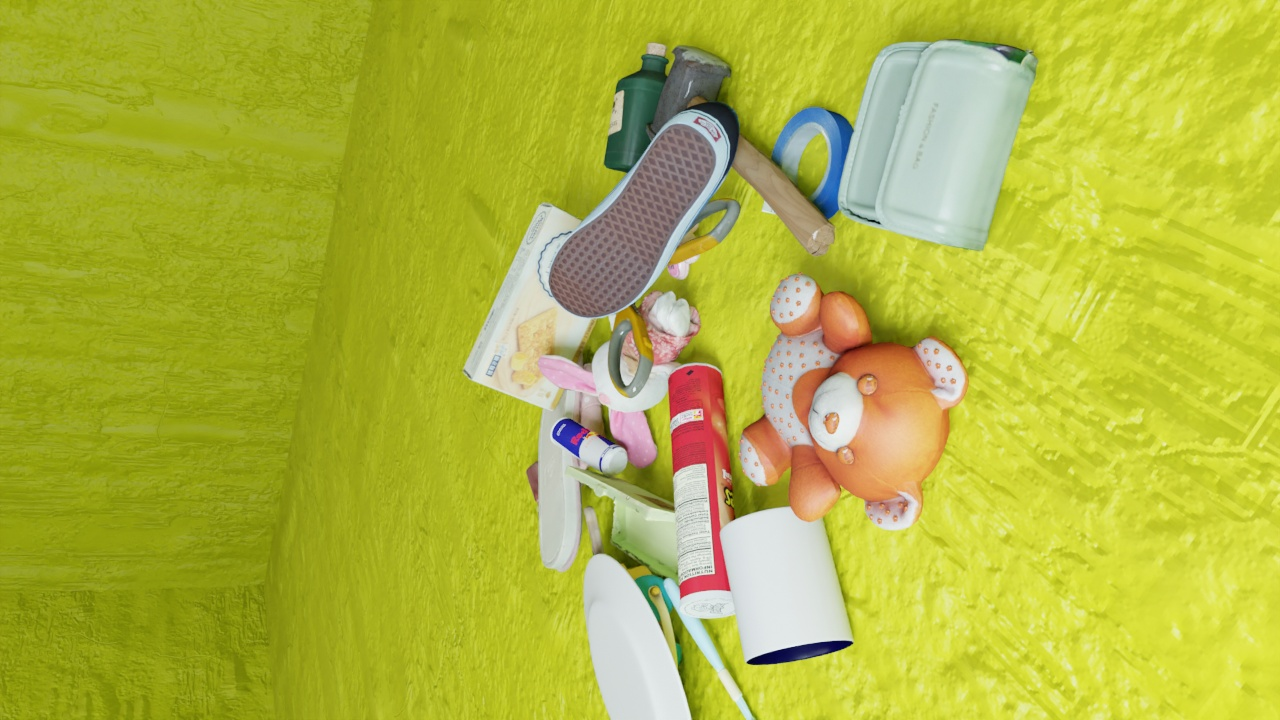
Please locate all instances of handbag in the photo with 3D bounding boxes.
[{"bbox_3d":[0.190,-0.141,0.593,0.106,0.067,0.122,34,114,57],"label":"handbag"},{"bbox_3d":[-0.114,0.184,1.131,0.055,0.029,0.119,-39,57,55],"label":"handbag"}]

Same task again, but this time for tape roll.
[{"bbox_3d":[0.138,-0.156,0.740,0.093,0.016,0.091,30,111,59],"label":"tape roll"}]

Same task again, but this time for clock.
[{"bbox_3d":[0.006,0.243,0.865,0.130,0.043,0.099,-158,58,-69],"label":"clock"}]

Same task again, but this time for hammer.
[{"bbox_3d":[0.084,-0.180,0.787,0.098,0.052,0.328,-69,29,28],"label":"hammer"}]

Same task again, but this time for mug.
[{"bbox_3d":[0.106,0.174,0.690,0.112,0.078,0.096,90,171,-63],"label":"mug"}]

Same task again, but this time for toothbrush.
[{"bbox_3d":[0.059,0.251,0.783,0.155,0.016,0.022,57,145,34],"label":"toothbrush"}]

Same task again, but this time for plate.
[{"bbox_3d":[-0.011,0.299,0.849,0.243,0.016,0.242,166,90,-68],"label":"plate"}]

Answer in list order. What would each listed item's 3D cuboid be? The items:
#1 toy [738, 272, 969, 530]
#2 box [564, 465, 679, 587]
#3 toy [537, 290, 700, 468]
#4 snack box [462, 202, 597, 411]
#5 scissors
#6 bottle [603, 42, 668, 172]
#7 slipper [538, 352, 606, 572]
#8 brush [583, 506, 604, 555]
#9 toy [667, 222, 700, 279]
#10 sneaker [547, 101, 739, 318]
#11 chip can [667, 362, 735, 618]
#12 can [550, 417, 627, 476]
[{"bbox_3d":[0.137,0.032,0.632,0.172,0.092,0.164,30,109,57],"label":"toy"},{"bbox_3d":[0.009,0.151,0.876,0.127,0.066,0.188,55,161,-20],"label":"box"},{"bbox_3d":[-0.005,0.005,0.900,0.159,0.084,0.195,46,130,6],"label":"toy"},{"bbox_3d":[-0.103,-0.058,1.014,0.208,0.104,0.057,-65,26,2],"label":"snack box"},{"bbox_3d":[0.007,-0.073,0.836,0.230,0.016,0.224,-38,40,28],"label":"scissors"},{"bbox_3d":[0.006,-0.260,0.951,0.061,0.061,0.131,22,104,58],"label":"bottle"},{"bbox_3d":[-0.075,0.105,1.036,0.114,0.054,0.273,130,146,-52],"label":"slipper"},{"bbox_3d":[-0.041,0.203,0.936,0.039,0.012,0.151,-116,13,-48],"label":"brush"},{"bbox_3d":[0.036,-0.136,0.893,0.064,0.047,0.110,135,130,-60],"label":"toy"},{"bbox_3d":[0.010,-0.128,0.799,0.242,0.083,0.098,-46,2,41],"label":"sneaker"},{"bbox_3d":[0.053,0.104,0.777,0.052,0.051,0.214,-47,36,48],"label":"chip can"},{"bbox_3d":[-0.053,0.089,0.945,0.095,0.032,0.032,24,106,45],"label":"can"}]
